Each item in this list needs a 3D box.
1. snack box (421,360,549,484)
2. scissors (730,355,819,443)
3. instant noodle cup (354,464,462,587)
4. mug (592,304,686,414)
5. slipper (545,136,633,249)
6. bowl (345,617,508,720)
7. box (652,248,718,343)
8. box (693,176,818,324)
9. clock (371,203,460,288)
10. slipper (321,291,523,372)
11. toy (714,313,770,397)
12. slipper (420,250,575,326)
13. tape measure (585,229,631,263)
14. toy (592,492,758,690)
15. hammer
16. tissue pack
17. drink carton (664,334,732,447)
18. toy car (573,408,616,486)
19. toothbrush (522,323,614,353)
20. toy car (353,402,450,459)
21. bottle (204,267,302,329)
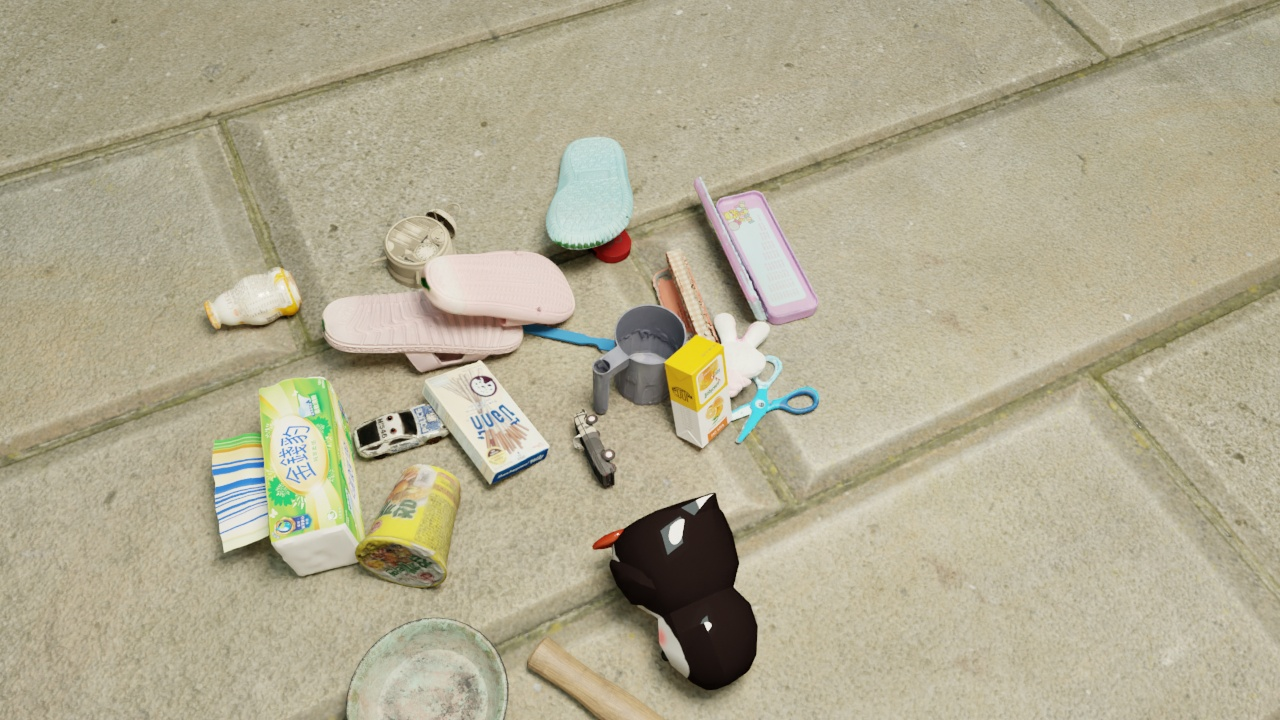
[{"bbox_3d":[-0.182,0.070,1.078,0.081,0.026,0.150,-22,60,-39],"label":"snack box"},{"bbox_3d":[0.160,0.058,1.124,0.113,0.013,0.140,27,59,16],"label":"scissors"},{"bbox_3d":[-0.241,0.174,0.990,0.102,0.102,0.108,10,50,3],"label":"instant noodle cup"},{"bbox_3d":[-0.006,0.006,1.093,0.123,0.104,0.084,-36,67,-22],"label":"mug"},{"bbox_3d":[-0.066,-0.218,1.247,0.116,0.070,0.275,-5,41,4],"label":"slipper"},{"bbox_3d":[-0.210,0.340,0.917,0.157,0.039,0.157,1,58,-2],"label":"bowl"},{"bbox_3d":[0.055,-0.061,1.150,0.054,0.077,0.187,20,38,-38],"label":"box"},{"bbox_3d":[0.143,-0.146,1.220,0.139,0.062,0.214,7,50,-41],"label":"box"},{"bbox_3d":[-0.282,-0.161,1.211,0.093,0.055,0.140,25,63,12],"label":"clock"},{"bbox_3d":[-0.267,-0.035,1.129,0.239,0.065,0.094,-1,56,-21],"label":"slipper"},{"bbox_3d":[0.118,-0.002,1.143,0.076,0.037,0.125,8,55,8],"label":"toy"},{"bbox_3d":[-0.169,-0.084,1.125,0.221,0.056,0.106,-2,56,-44],"label":"slipper"},{"bbox_3d":[-0.043,-0.155,1.240,0.059,0.019,0.051,-25,66,-17],"label":"tape measure"},{"bbox_3d":[0.061,0.238,0.937,0.158,0.140,0.184,-3,63,-49],"label":"toy"},{"bbox_3d":[0.015,0.379,0.909,0.305,0.040,0.132,30,58,16],"label":"hammer"},{"bbox_3d":[-0.389,0.131,0.997,0.141,0.120,0.197,-13,53,-10],"label":"tissue pack"},{"bbox_3d":[0.069,0.039,1.067,0.040,0.123,0.058,25,51,36],"label":"drink carton"},{"bbox_3d":[-0.055,0.103,1.067,0.037,0.040,0.092,-21,59,-12],"label":"toy car"},{"bbox_3d":[-0.098,-0.030,1.167,0.167,0.014,0.016,12,59,9],"label":"toothbrush"},{"bbox_3d":[-0.278,0.079,1.073,0.112,0.041,0.048,-17,62,-14],"label":"toy car"},{"bbox_3d":[-0.482,-0.074,1.142,0.108,0.063,0.063,-22,62,-15],"label":"bottle"}]
